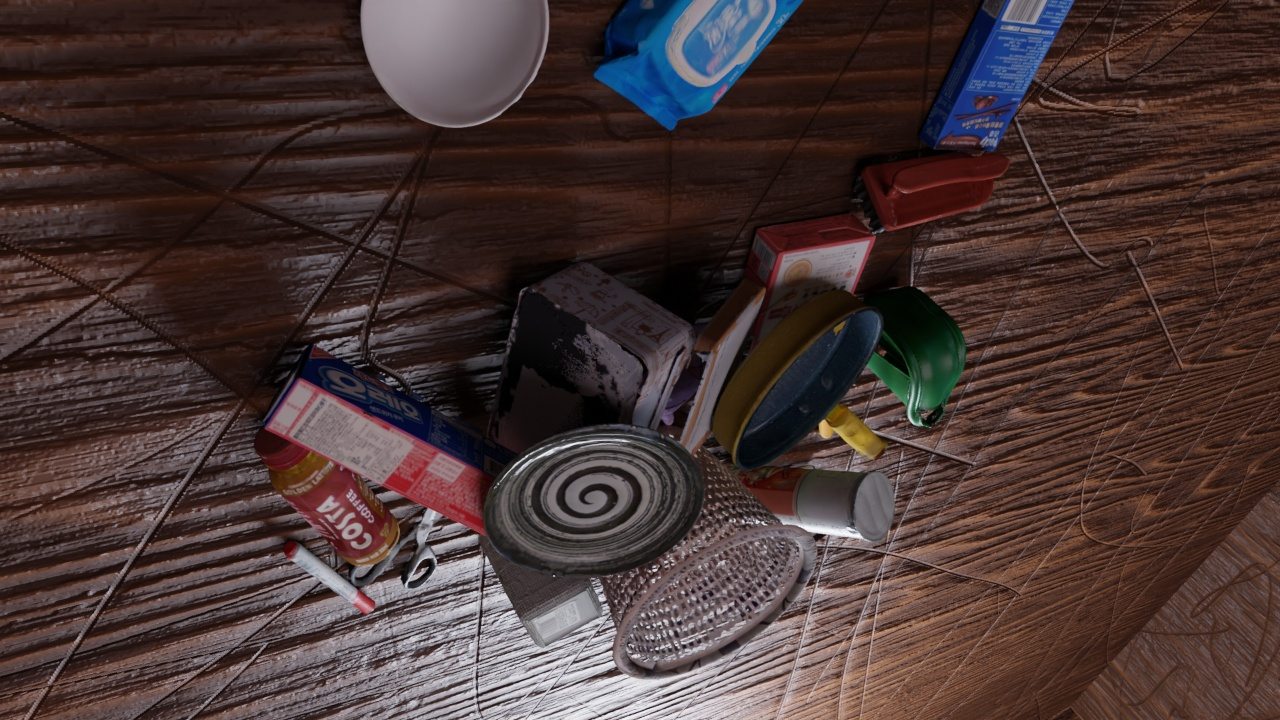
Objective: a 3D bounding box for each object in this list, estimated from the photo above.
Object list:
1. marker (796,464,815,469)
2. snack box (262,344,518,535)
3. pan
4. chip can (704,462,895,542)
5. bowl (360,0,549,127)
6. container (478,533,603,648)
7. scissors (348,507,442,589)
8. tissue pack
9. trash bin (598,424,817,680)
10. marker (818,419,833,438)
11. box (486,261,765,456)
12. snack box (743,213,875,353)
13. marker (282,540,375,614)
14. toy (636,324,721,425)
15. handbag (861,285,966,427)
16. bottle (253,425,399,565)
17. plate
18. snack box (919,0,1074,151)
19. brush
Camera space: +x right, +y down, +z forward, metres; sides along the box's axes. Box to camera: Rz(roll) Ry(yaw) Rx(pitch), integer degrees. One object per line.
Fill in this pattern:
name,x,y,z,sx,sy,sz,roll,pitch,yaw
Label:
marker,0.159,0.145,1.134,0.145,0.017,0.017,-4,132,-31
snack box,-0.187,0.066,0.729,0.207,0.057,0.058,32,111,-24
pan,0.192,0.048,0.936,0.198,0.078,0.357,-48,154,6
chip can,0.164,0.150,0.996,0.071,0.215,0.071,3,86,-42
bowl,-0.101,-0.202,0.558,0.118,0.118,0.064,-52,177,20
container,-0.100,0.224,0.958,0.090,0.114,0.090,-27,140,-9
scissors,-0.217,0.170,0.903,0.170,0.014,0.160,-22,138,-17
tissue pack,0.045,-0.238,0.642,0.157,0.052,0.095,-47,139,15
trash bin,0.036,0.181,0.946,0.227,0.192,0.228,-19,138,-18
marker,0.218,0.048,1.080,0.018,0.015,0.124,-26,137,-12
box,-0.003,0.005,0.805,0.192,0.157,0.183,-38,154,-50
snack box,0.154,-0.073,0.889,0.113,0.044,0.127,-12,136,-26
marker,-0.298,0.210,0.885,0.017,0.017,0.145,-31,140,-5
toy,0.040,0.006,0.896,0.108,0.039,0.084,-42,127,11
handbag,0.283,-0.008,0.974,0.068,0.131,0.120,-21,132,-9
bottle,-0.264,0.112,0.776,0.057,0.057,0.175,-28,141,-8
plate,-0.037,0.111,0.734,0.179,0.024,0.180,-6,132,-7
snack box,0.320,-0.265,0.824,0.084,0.026,0.157,-6,133,-30
brush,0.277,-0.164,0.857,0.145,0.063,0.069,-14,169,-24
